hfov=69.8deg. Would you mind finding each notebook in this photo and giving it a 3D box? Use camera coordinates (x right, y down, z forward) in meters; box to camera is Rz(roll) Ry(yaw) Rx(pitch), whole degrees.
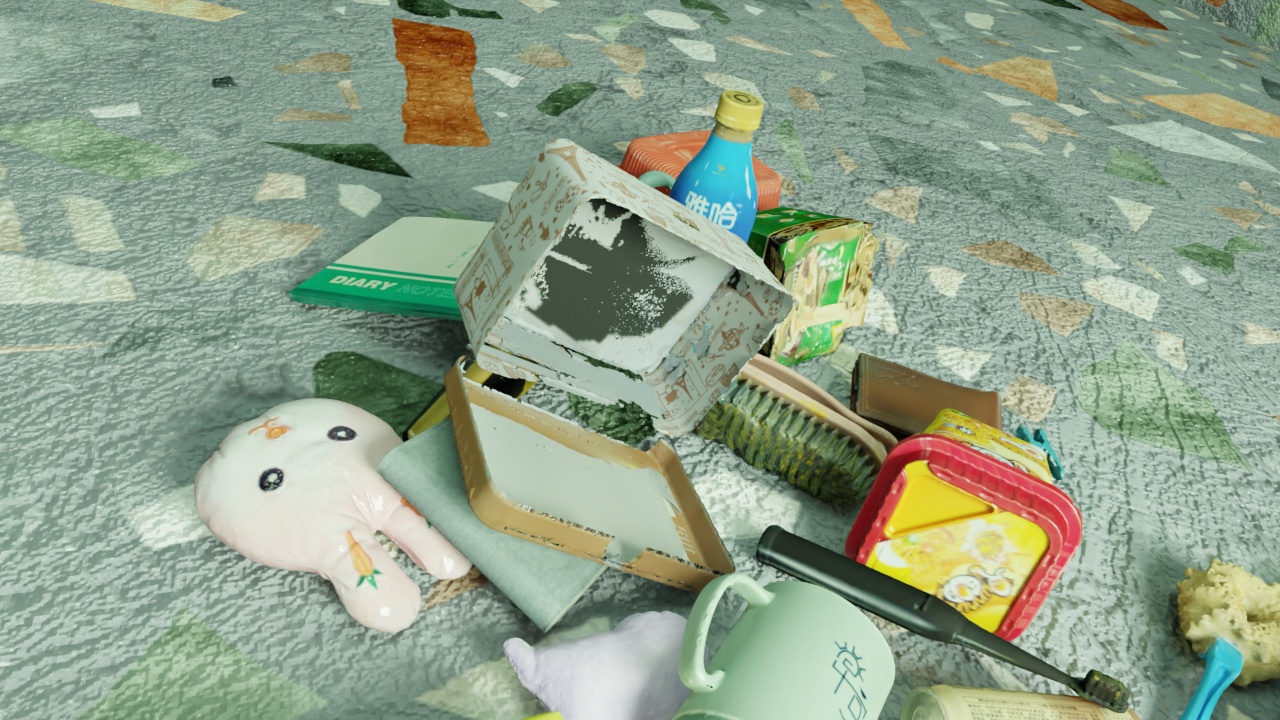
[{"bbox_3d":[-0.142,-0.073,0.711,0.209,0.012,0.150,7,34,23],"label":"notebook"}]

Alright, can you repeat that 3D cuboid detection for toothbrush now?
[{"bbox_3d":[0.163,0.144,0.522,0.213,0.027,0.026,19,39,33],"label":"toothbrush"}]

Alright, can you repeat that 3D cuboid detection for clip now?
[{"bbox_3d":[0.315,0.073,0.724,0.045,0.014,0.056,8,36,-11],"label":"clip"}]

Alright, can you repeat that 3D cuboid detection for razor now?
[{"bbox_3d":[-0.101,0.017,0.628,0.068,0.062,0.167,0,32,33],"label":"razor"}]

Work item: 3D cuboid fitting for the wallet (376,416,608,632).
[{"bbox_3d":[-0.071,0.081,0.534,0.130,0.037,0.106,41,31,8],"label":"wallet"}]

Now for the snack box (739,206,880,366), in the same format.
[{"bbox_3d":[0.121,-0.074,0.784,0.117,0.118,0.106,-16,34,-35],"label":"snack box"}]

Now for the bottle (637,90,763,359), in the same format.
[{"bbox_3d":[0.046,-0.089,0.674,0.065,0.219,0.065,10,36,-7],"label":"bottle"}]

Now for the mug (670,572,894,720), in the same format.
[{"bbox_3d":[0.059,0.162,0.446,0.112,0.082,0.106,55,45,-6],"label":"mug"}]

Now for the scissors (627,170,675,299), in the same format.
[{"bbox_3d":[-0.043,-0.104,0.797,0.181,0.019,0.169,9,61,15],"label":"scissors"}]

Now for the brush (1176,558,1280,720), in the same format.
[{"bbox_3d":[0.339,0.202,0.547,0.083,0.046,0.253,38,46,23],"label":"brush"}]

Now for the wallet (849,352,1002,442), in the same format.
[{"bbox_3d":[0.226,0.041,0.724,0.124,0.032,0.101,18,34,4],"label":"wallet"}]

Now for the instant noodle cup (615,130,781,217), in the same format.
[{"bbox_3d":[0.056,-0.161,0.892,0.164,0.079,0.189,-18,48,-35],"label":"instant noodle cup"}]

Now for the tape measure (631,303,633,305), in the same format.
[{"bbox_3d":[0.014,-0.063,0.793,0.058,0.025,0.054,-12,45,-21],"label":"tape measure"}]

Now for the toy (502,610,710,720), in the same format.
[{"bbox_3d":[-0.007,0.167,0.472,0.107,0.039,0.083,-8,59,-33],"label":"toy"}]

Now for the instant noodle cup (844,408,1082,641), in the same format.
[{"bbox_3d":[0.206,0.096,0.585,0.116,0.116,0.123,25,26,15],"label":"instant noodle cup"}]

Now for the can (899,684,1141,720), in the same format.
[{"bbox_3d":[0.200,0.202,0.477,0.116,0.059,0.058,8,37,-9],"label":"can"}]

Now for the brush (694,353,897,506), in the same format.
[{"bbox_3d":[0.110,0.044,0.651,0.146,0.063,0.072,28,49,17],"label":"brush"}]

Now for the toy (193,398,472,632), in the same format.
[{"bbox_3d":[-0.170,0.081,0.522,0.159,0.054,0.121,34,40,12],"label":"toy"}]

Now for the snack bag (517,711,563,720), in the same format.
[{"bbox_3d":[-0.103,0.236,0.324,0.246,0.068,0.158,-9,43,-28],"label":"snack bag"}]

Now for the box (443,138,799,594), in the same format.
[{"bbox_3d":[0.000,-0.001,0.542,0.180,0.158,0.197,26,24,-34],"label":"box"}]
